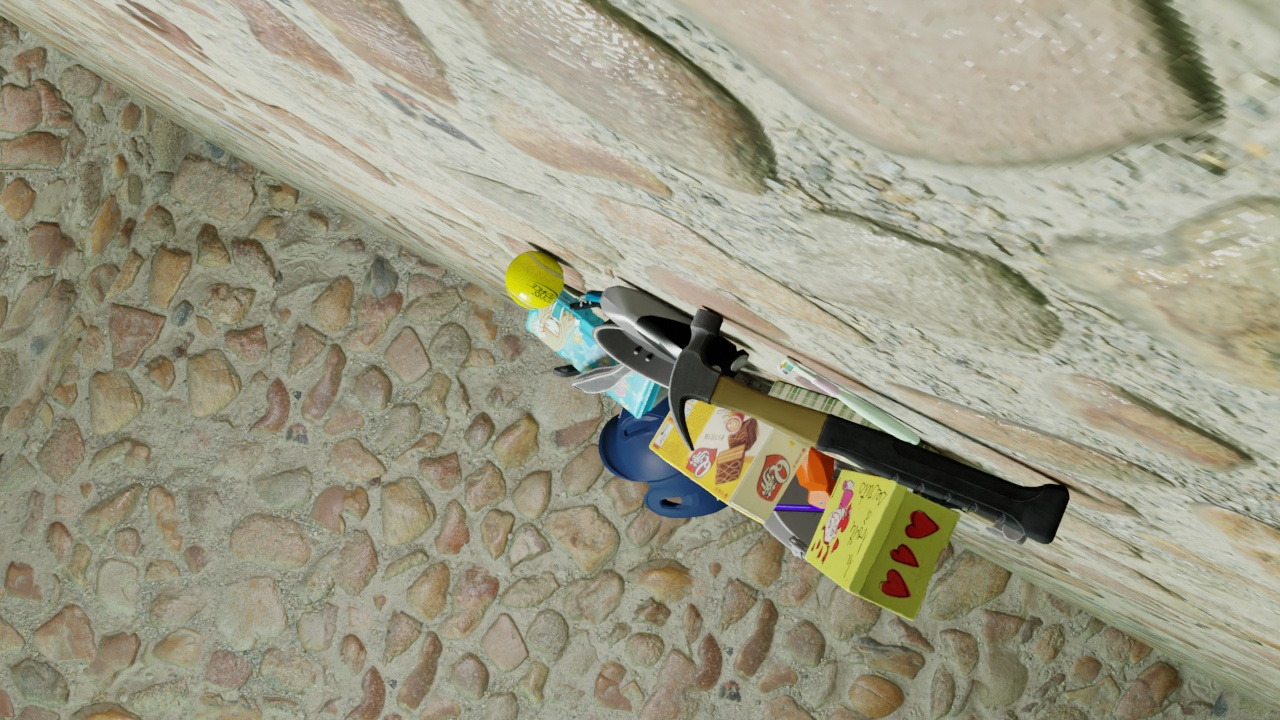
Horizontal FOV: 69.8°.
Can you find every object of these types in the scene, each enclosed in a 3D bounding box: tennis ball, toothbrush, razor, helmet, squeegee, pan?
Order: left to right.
[{"bbox_3d":[-0.119,-0.091,1.036,0.065,0.065,0.065,28,178,1],"label":"tennis ball"},{"bbox_3d":[-0.059,-0.079,1.173,0.042,0.022,0.144,-10,-177,-15],"label":"razor"},{"bbox_3d":[-0.007,0.007,1.163,0.187,0.055,0.358,31,164,-21],"label":"pan"},{"bbox_3d":[0.030,-0.026,0.916,0.156,0.057,0.060,36,-153,6],"label":"razor"},{"bbox_3d":[0.053,0.120,1.575,0.273,0.231,0.223,3,125,33],"label":"helmet"},{"bbox_3d":[0.218,0.129,1.150,0.250,0.055,0.185,-4,120,32],"label":"squeegee"},{"bbox_3d":[0.277,0.185,1.260,0.271,0.184,0.117,35,-142,5],"label":"helmet"},{"bbox_3d":[0.194,0.039,0.844,0.154,0.015,0.022,29,146,-11],"label":"toothbrush"}]

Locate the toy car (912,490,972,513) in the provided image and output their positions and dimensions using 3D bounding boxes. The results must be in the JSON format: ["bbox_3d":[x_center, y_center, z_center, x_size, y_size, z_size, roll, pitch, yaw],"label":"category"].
[{"bbox_3d":[0.403,0.179,1.217,0.049,0.030,0.107,30,170,-10],"label":"toy car"}]

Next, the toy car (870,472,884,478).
[{"bbox_3d":[0.294,0.122,1.065,0.112,0.047,0.047,26,174,33],"label":"toy car"}]

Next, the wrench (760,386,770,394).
[{"bbox_3d":[0.263,0.097,1.193,0.273,0.018,0.083,29,-178,-20],"label":"wrench"}]

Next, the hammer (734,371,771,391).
[{"bbox_3d":[0.132,0.042,1.341,0.217,0.037,0.300,28,178,0],"label":"hammer"}]

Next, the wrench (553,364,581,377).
[{"bbox_3d":[-0.042,0.001,1.421,0.073,0.018,0.272,21,-161,31],"label":"wrench"}]

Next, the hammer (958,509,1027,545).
[{"bbox_3d":[0.396,0.179,1.328,0.331,0.030,0.119,26,177,28],"label":"hammer"}]

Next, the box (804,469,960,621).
[{"bbox_3d":[0.250,0.188,0.976,0.081,0.124,0.221,24,179,3],"label":"box"}]

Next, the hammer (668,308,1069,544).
[{"bbox_3d":[0.177,0.069,0.761,0.333,0.118,0.025,22,179,15],"label":"hammer"}]

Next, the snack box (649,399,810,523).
[{"bbox_3d":[0.103,0.108,1.140,0.061,0.110,0.230,32,178,-25],"label":"snack box"}]

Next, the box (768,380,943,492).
[{"bbox_3d":[0.221,0.079,0.996,0.117,0.049,0.206,28,177,-22],"label":"box"}]

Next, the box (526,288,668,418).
[{"bbox_3d":[-0.041,-0.035,1.329,0.227,0.098,0.121,38,-136,18],"label":"box"}]
